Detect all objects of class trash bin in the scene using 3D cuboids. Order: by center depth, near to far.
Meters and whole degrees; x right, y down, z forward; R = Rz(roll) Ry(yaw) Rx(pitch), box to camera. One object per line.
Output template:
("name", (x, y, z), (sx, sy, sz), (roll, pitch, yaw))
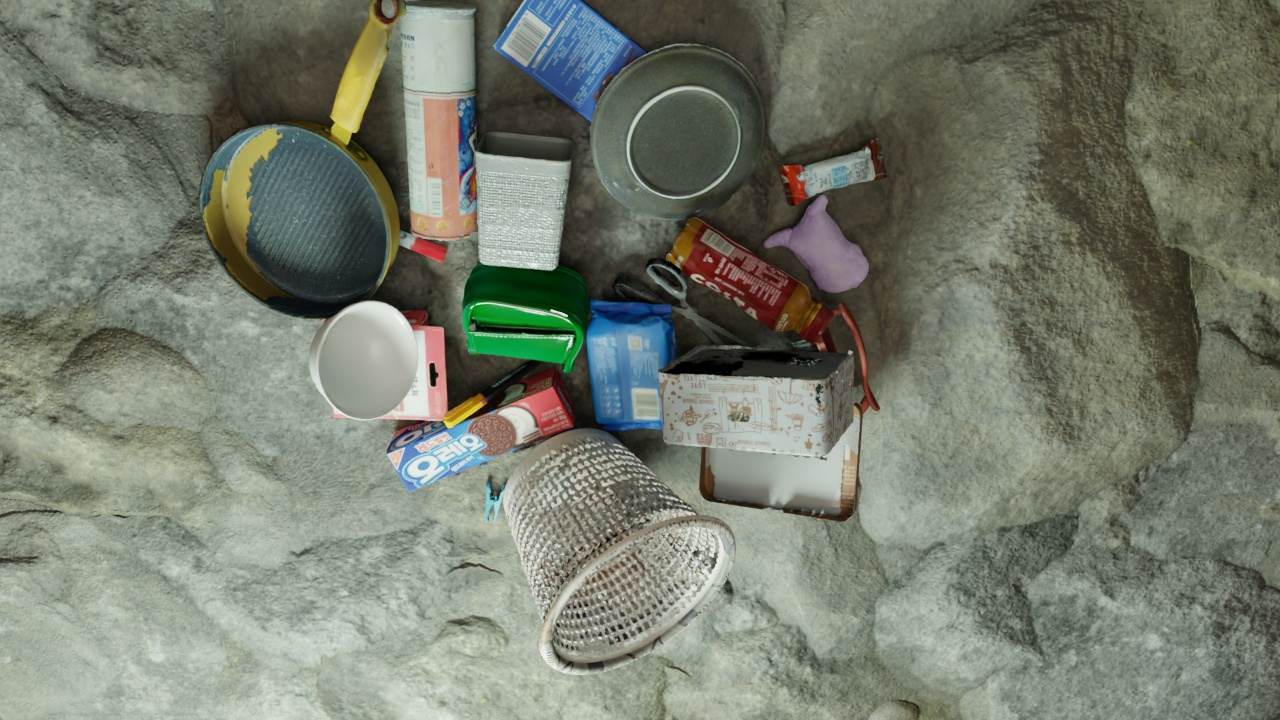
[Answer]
("trash bin", (-0.043, 0.187, 0.981), (0.227, 0.192, 0.228), (-21, 137, -21))

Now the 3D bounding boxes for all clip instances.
("clip", (-0.175, 0.169, 1.088), (0.049, 0.015, 0.057), (8, 113, -8))

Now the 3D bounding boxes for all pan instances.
("pan", (-0.294, -0.188, 0.858), (0.197, 0.078, 0.358), (34, 116, -7))

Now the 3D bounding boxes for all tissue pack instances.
("tissue pack", (-0.006, 0.006, 0.992), (0.095, 0.052, 0.157), (1, 115, 13))

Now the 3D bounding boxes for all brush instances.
("brush", (0.214, 0.006, 1.002), (0.069, 0.063, 0.146), (-16, 116, 19))

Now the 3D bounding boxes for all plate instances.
("plate", (0.041, -0.215, 0.896), (0.179, 0.024, 0.180), (-6, 125, -9))

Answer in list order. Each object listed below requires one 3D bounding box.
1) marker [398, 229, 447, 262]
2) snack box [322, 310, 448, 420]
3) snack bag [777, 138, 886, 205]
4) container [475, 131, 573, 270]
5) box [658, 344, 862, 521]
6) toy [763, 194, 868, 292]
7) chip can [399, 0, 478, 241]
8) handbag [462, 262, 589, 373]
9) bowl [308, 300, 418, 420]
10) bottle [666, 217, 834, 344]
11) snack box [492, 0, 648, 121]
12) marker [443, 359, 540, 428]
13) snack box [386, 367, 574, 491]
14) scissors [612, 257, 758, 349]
("marker", (-0.270, -0.135, 0.944), (0.145, 0.017, 0.017), (21, 112, -11))
("snack box", (-0.270, 0.005, 0.993), (0.127, 0.044, 0.113), (2, 114, -2))
("snack bag", (0.195, -0.190, 0.932), (0.104, 0.026, 0.048), (-18, 120, 5))
("container", (-0.115, -0.156, 0.903), (0.090, 0.090, 0.114), (5, 117, -4))
("box", (0.125, 0.089, 0.955), (0.183, 0.156, 0.193), (3, 103, 26))
("toy", (0.191, -0.112, 0.961), (0.084, 0.038, 0.108), (-34, 116, 31))
("chip can", (-0.191, -0.226, 0.876), (0.071, 0.071, 0.215), (2, 114, -3))
("handbag", (-0.121, -0.043, 0.955), (0.131, 0.067, 0.120), (9, 141, -4))
("bowl", (-0.290, -0.002, 0.921), (0.065, 0.118, 0.118), (6, 121, 37))
("bottle", (0.113, -0.078, 0.933), (0.175, 0.057, 0.058), (33, 110, 6))
("snack box", (-0.052, -0.286, 0.878), (0.157, 0.026, 0.085), (34, 109, -17))
("marker", (-0.161, 0.033, 1.000), (0.123, 0.018, 0.015), (-35, 123, -15))
("snack box", (-0.177, 0.078, 1.023), (0.207, 0.057, 0.058), (-22, 113, 7))
("scissors", (0.049, -0.053, 0.974), (0.159, 0.014, 0.171), (12, 149, 16))
